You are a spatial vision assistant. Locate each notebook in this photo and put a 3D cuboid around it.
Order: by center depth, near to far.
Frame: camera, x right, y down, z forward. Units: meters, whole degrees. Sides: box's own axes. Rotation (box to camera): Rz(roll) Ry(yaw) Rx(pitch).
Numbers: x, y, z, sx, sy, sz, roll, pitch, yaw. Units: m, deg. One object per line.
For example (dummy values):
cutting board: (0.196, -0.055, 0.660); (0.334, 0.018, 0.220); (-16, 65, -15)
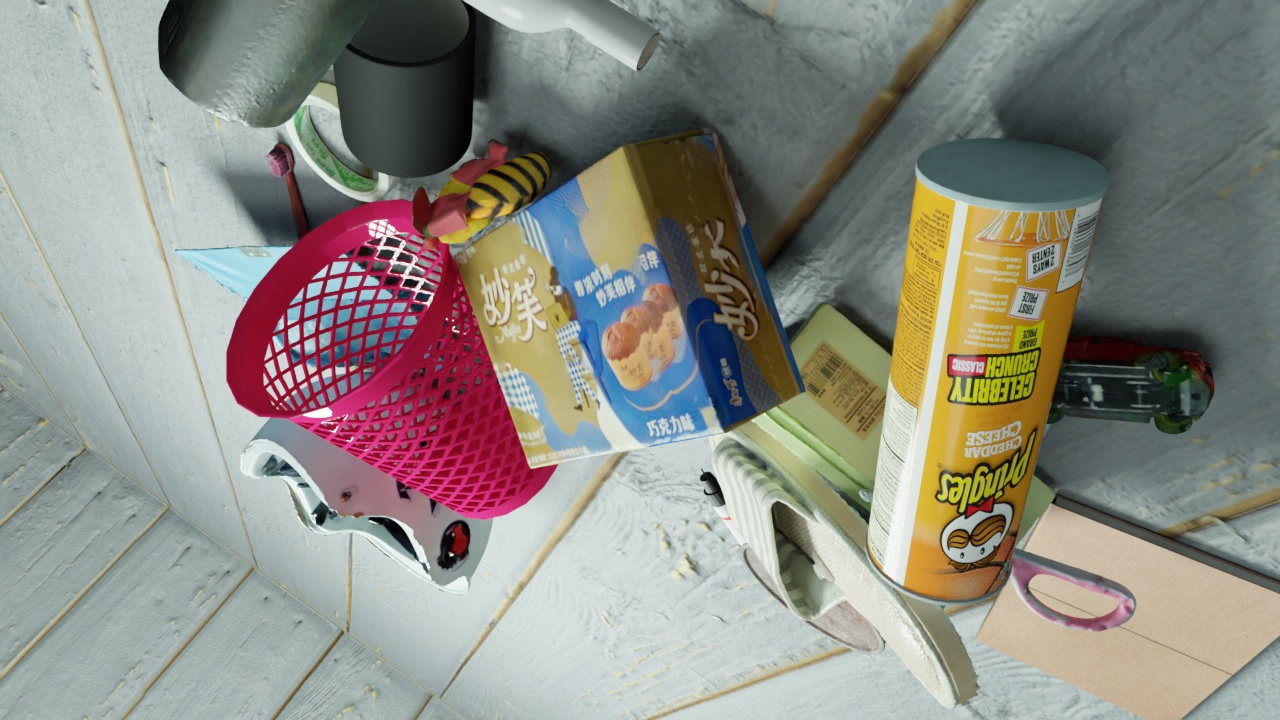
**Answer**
notebook: (0.317, 0.174, 0.612); (0.141, 0.008, 0.209); (22, 146, 21)

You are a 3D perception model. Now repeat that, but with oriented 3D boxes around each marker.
marker: (0.085, 0.140, 0.778); (0.019, 0.019, 0.145); (-2, 132, 45)

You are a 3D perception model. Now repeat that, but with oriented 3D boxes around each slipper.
slipper: (0.109, 0.119, 0.586); (0.272, 0.054, 0.114); (41, 154, 59)

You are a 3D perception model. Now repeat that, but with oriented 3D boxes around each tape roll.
tape roll: (-0.218, -0.159, 0.673); (0.094, 0.018, 0.094); (24, 147, 17)

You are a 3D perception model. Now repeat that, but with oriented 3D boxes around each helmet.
helmet: (-0.246, 0.115, 0.926); (0.237, 0.163, 0.264); (5, 144, 46)

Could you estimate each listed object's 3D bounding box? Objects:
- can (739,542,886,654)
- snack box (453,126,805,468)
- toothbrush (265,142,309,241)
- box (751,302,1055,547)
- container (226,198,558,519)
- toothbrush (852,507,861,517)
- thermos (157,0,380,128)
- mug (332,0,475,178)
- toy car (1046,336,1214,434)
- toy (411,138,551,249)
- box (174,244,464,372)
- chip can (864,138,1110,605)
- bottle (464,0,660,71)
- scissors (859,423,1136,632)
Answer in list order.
can: (0.142, 0.169, 0.713); (0.130, 0.044, 0.130); (35, 159, 16)
snack box: (-0.017, -0.026, 0.552); (0.203, 0.069, 0.155); (-17, 93, 53)
toothbrush: (-0.302, -0.117, 0.808); (0.016, 0.016, 0.190); (29, 148, 9)
box: (0.147, 0.056, 0.558); (0.188, 0.077, 0.091); (39, 148, -7)
container: (-0.166, 0.020, 0.713); (0.183, 0.182, 0.226); (11, 153, 34)
toothbrush: (0.194, 0.179, 0.730); (0.016, 0.016, 0.181); (5, 138, 45)
thermos: (-0.131, -0.198, 0.387); (0.098, 0.097, 0.221); (43, 123, -12)
mug: (-0.145, -0.177, 0.536); (0.113, 0.078, 0.088); (55, 154, 21)
toy car: (0.229, 0.009, 0.451); (0.091, 0.036, 0.042); (7, 138, 39)
toy: (-0.104, -0.105, 0.579); (0.104, 0.084, 0.046); (-12, 120, 36)
box: (-0.289, -0.055, 0.833); (0.232, 0.047, 0.177); (4, 145, 32)
chip can: (0.155, 0.012, 0.432); (0.075, 0.075, 0.215); (17, 127, 28)
bottle: (-0.078, -0.202, 0.448); (0.195, 0.052, 0.053); (33, 149, 4)
scissors: (0.211, 0.093, 0.523); (0.170, 0.013, 0.173); (21, 113, 4)
